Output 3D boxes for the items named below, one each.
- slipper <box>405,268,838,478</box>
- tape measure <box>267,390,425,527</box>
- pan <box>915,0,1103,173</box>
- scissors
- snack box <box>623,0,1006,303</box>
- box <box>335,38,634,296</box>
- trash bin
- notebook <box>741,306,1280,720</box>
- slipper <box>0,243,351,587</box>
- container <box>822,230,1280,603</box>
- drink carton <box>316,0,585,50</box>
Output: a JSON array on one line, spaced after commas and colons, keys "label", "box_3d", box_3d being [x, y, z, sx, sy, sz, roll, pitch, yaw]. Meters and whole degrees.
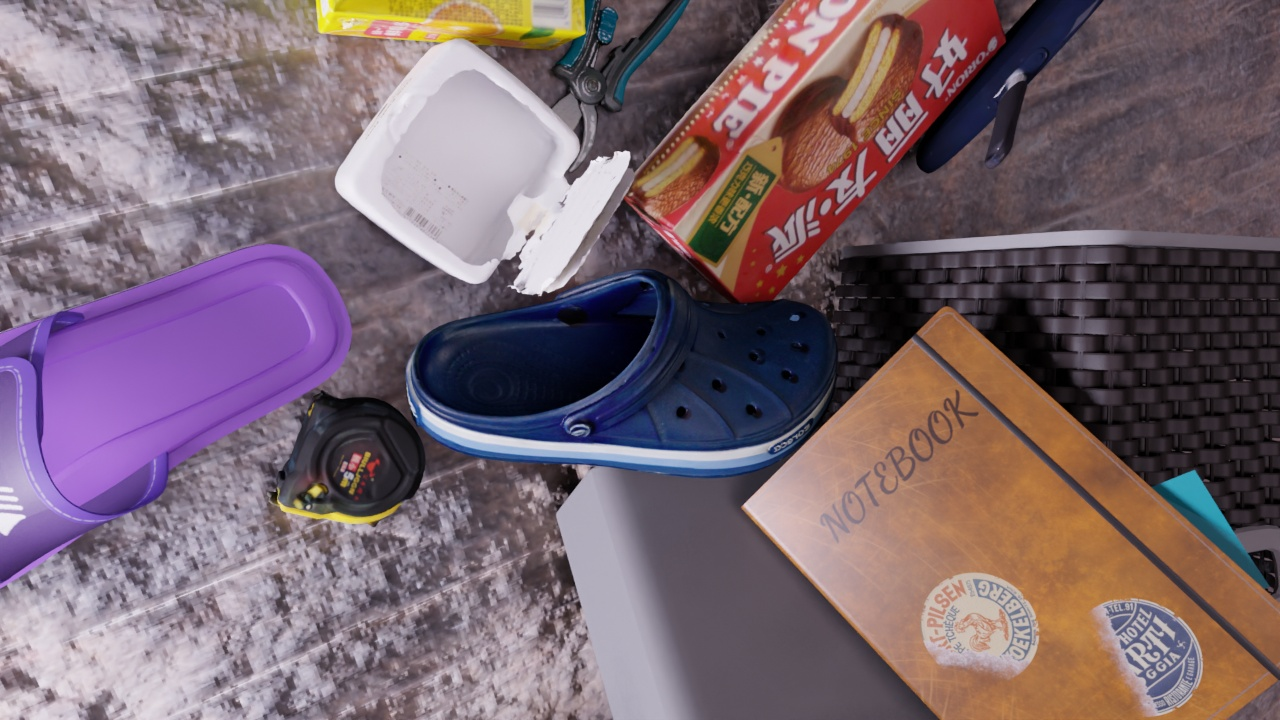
[{"label": "slipper", "box_3d": [-0.003, 0.003, 0.514, 0.252, 0.105, 0.095, -3, 138, -9]}, {"label": "tape measure", "box_3d": [-0.158, 0.055, 0.510, 0.072, 0.042, 0.071, 22, 86, -23]}, {"label": "pan", "box_3d": [0.220, -0.171, 0.538, 0.021, 0.199, 0.355, 40, 37, 0]}, {"label": "scissors", "box_3d": [-0.016, -0.194, 0.558, 0.124, 0.019, 0.156, -15, 106, -22]}, {"label": "snack box", "box_3d": [0.106, -0.148, 0.552, 0.236, 0.060, 0.113, -48, 139, 3]}, {"label": "box", "box_3d": [-0.073, -0.090, 0.474, 0.128, 0.137, 0.108, 38, 88, -25]}, {"label": "trash bin", "box_3d": [0.071, 0.166, 0.551, 0.191, 0.098, 0.219, -7, 64, -26]}, {"label": "notebook", "box_3d": [0.200, 0.108, 0.477, 0.249, 0.014, 0.179, 46, 105, 15]}, {"label": "slipper", "box_3d": [-0.261, 0.030, 0.429, 0.266, 0.084, 0.107, -32, 110, -20]}, {"label": "container", "box_3d": [0.280, 0.044, 0.620, 0.247, 0.246, 0.243, -2, 95, -27]}, {"label": "drink carton", "box_3d": [-0.102, -0.193, 0.491, 0.134, 0.058, 0.043, -5, 100, -25]}]
